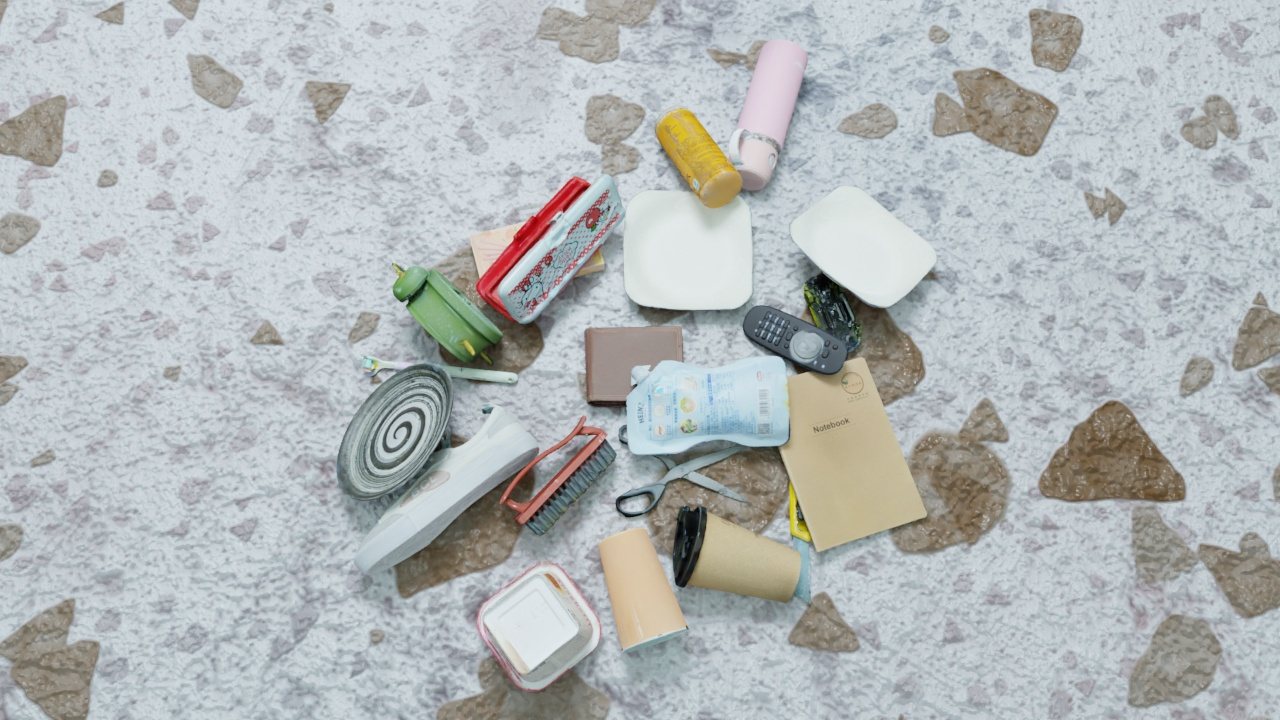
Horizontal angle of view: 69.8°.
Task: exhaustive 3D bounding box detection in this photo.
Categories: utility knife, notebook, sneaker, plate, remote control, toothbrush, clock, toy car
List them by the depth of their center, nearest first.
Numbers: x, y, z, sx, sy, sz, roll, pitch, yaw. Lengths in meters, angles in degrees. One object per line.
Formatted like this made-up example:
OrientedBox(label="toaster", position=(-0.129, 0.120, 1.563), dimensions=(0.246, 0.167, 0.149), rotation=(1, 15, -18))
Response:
OrientedBox(label="sneaker", position=(-0.236, 0.140, 1.047), dimensions=(0.242, 0.090, 0.090), rotation=(-38, 76, -12))
OrientedBox(label="plate", position=(-0.277, 0.083, 1.056), dimensions=(0.180, 0.024, 0.179), rotation=(-22, 48, 26))
OrientedBox(label="utility knife", position=(0.192, 0.172, 1.081), dimensions=(0.033, 0.015, 0.223), rotation=(2, 73, -1))
OrientedBox(label="clock", position=(-0.236, -0.062, 1.095), dimensions=(0.161, 0.116, 0.056), rotation=(44, 87, 8))
OrientedBox(label="notebook", position=(0.239, 0.108, 1.096), dimensions=(0.147, 0.008, 0.207), rotation=(-14, 74, -14))
OrientedBox(label="toothbrush", position=(-0.244, 0.014, 1.122), dimensions=(0.189, 0.029, 0.020), rotation=(5, 32, -1))
OrientedBox(label="remote control", position=(0.190, -0.025, 1.129), dimensions=(0.136, 0.024, 0.053), rotation=(28, 89, 21))
OrientedBox(label="toy car", position=(0.238, -0.057, 1.145), dimensions=(0.048, 0.032, 0.105), rotation=(-23, 86, -8))
OrientedBox(label="plate", position=(0.273, -0.137, 1.147), dimensions=(0.163, 0.034, 0.163), rotation=(43, 54, 14))
OrientedBox(label="plate", position=(0.060, -0.136, 1.163), dimensions=(0.163, 0.034, 0.164), rotation=(2, 73, -1))

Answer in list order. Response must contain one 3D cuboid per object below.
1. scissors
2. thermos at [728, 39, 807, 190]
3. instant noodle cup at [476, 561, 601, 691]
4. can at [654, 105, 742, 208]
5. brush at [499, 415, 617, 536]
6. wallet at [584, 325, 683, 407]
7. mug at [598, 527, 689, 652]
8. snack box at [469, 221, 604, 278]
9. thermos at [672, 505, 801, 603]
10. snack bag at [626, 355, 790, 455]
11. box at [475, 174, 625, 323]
OrientedBox(label="scissors", position=(0.043, 0.129, 1.096), dimensions=(0.181, 0.014, 0.159), rotation=(-32, 78, -12))
OrientedBox(label="thermos", position=(0.159, -0.325, 1.197), dimensions=(0.067, 0.087, 0.198), rotation=(7, 69, 36))
OrientedBox(label="instant noodle cup", position=(-0.112, 0.284, 0.986), dimensions=(0.116, 0.124, 0.116), rotation=(-36, 77, -12))
OrientedBox(label="can", position=(0.072, -0.260, 1.168), dimensions=(0.058, 0.058, 0.146), rotation=(-24, 57, -8))
OrientedBox(label="brush", position=(-0.093, 0.132, 1.064), dimensions=(0.069, 0.063, 0.145), rotation=(46, 76, -3))
OrientedBox(label="wallet", position=(-0.007, 0.007, 1.122), dimensions=(0.124, 0.032, 0.101), rotation=(-1, 70, -2))
OrientedBox(label="mug", position=(-0.001, 0.254, 1.026), dimensions=(0.078, 0.078, 0.122), rotation=(-16, 69, -6))
OrientedBox(label="snack box", position=(-0.131, -0.137, 1.164), dimensions=(0.157, 0.026, 0.084), rotation=(-15, 74, -5))
OrientedBox(label="thermos", position=(0.103, 0.222, 1.031), dimensions=(0.143, 0.093, 0.093), rotation=(17, 73, -4))
OrientedBox(label="snack bag", position=(0.078, 0.052, 1.077), dimensions=(0.191, 0.039, 0.110), rotation=(-3, 90, 0))
OrientedBox(label="box", position=(-0.107, -0.142, 1.100), dimensions=(0.095, 0.101, 0.201), rotation=(38, 76, 7))
